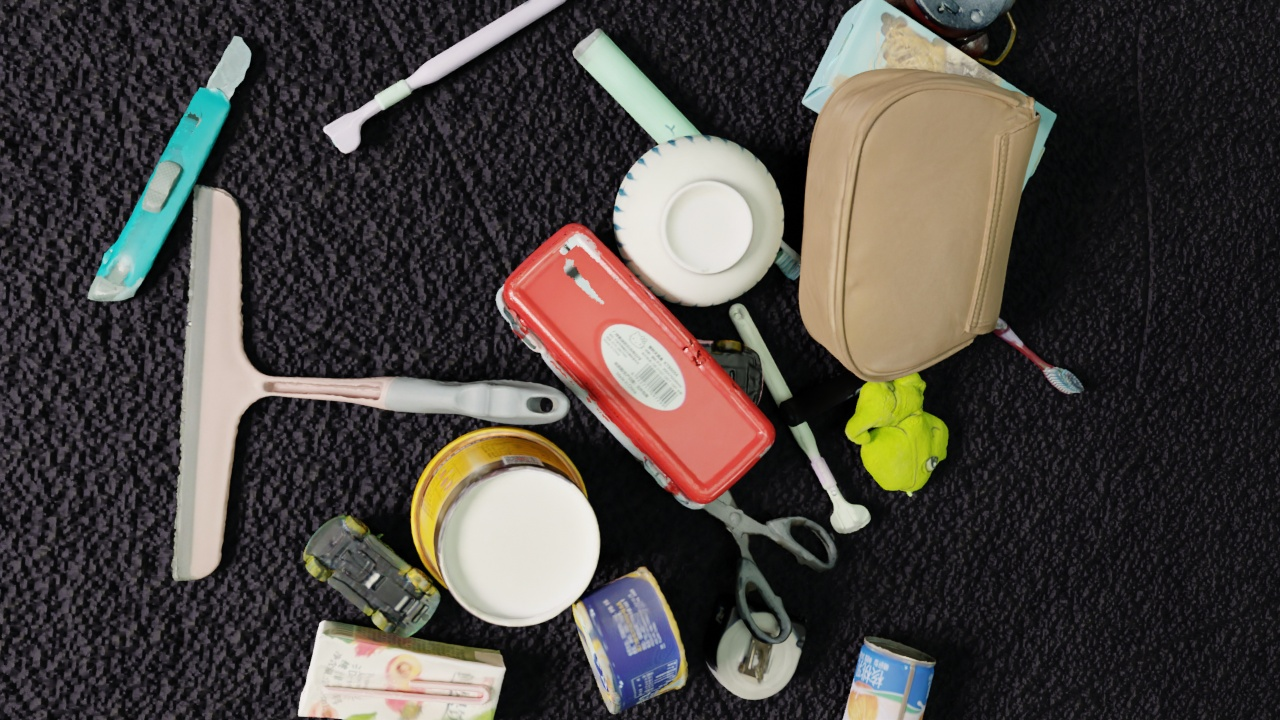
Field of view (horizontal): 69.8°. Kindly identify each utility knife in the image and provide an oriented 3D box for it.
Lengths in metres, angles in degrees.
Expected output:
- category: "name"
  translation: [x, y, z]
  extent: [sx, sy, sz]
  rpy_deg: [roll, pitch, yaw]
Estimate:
- category: "utility knife"
  translation: [-0.288, -0.117, 0.566]
  extent: [0.029, 0.013, 0.186]
  rpy_deg: [25, 85, -2]

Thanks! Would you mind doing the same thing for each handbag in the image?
- category: "handbag"
  translation: [0.181, -0.094, 0.623]
  extent: [0.147, 0.099, 0.205]
  rpy_deg: [-8, 120, -14]

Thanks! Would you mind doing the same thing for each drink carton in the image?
- category: "drink carton"
  translation: [-0.152, 0.208, 0.592]
  extent: [0.122, 0.045, 0.053]
  rpy_deg: [15, 86, -14]

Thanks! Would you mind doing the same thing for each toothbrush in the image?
- category: "toothbrush"
  translation: [0.041, -0.141, 0.643]
  extent: [0.224, 0.026, 0.027]
  rpy_deg: [44, 97, -12]
- category: "toothbrush"
  translation: [0.275, -0.030, 0.708]
  extent: [0.187, 0.017, 0.016]
  rpy_deg: [37, 81, -13]
- category: "toothbrush"
  translation: [0.113, 0.042, 0.669]
  extent: [0.029, 0.020, 0.189]
  rpy_deg: [-27, 97, 20]
- category: "toothbrush"
  translation: [-0.123, -0.196, 0.604]
  extent: [0.189, 0.021, 0.029]
  rpy_deg: [-37, 67, -12]

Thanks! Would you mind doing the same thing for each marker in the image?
- category: "marker"
  translation: [0.157, 0.013, 0.668]
  extent: [0.131, 0.020, 0.022]
  rpy_deg: [-24, 82, -22]

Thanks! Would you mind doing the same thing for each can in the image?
- category: "can"
  translation: [-0.008, 0.179, 0.580]
  extent: [0.049, 0.148, 0.074]
  rpy_deg: [-20, 68, -12]
- category: "can"
  translation: [0.173, 0.276, 0.671]
  extent: [0.053, 0.053, 0.134]
  rpy_deg: [16, 87, -14]

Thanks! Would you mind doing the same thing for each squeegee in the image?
- category: "squeegee"
  translation: [-0.161, 0.021, 0.565]
  extent: [0.250, 0.040, 0.247]
  rpy_deg: [3, 89, 11]

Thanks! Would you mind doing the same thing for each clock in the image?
- category: "clock"
  translation: [0.230, -0.266, 0.673]
  extent: [0.122, 0.055, 0.082]
  rpy_deg: [32, 82, -14]

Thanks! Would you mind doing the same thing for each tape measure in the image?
- category: "tape measure"
  translation: [0.080, 0.206, 0.657]
  extent: [0.065, 0.033, 0.066]
  rpy_deg: [19, 86, -12]

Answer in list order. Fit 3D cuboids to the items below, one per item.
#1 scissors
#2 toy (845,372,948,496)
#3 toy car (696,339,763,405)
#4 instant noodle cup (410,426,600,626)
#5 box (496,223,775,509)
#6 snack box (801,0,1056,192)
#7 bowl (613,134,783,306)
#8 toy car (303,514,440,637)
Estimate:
- category: "scissors"
  translation: [0.072, 0.116, 0.646]
  extent: [0.159, 0.014, 0.177]
  rpy_deg: [4, 70, -29]
- category: "toy"
  translation: [0.189, 0.055, 0.673]
  extent: [0.096, 0.031, 0.100]
  rpy_deg: [-13, 111, -24]
- category: "toy car"
  translation: [0.024, 0.011, 0.638]
  extent: [0.122, 0.037, 0.056]
  rpy_deg: [4, 83, -2]
- category: "instant noodle cup"
  translation: [-0.082, 0.104, 0.572]
  extent: [0.118, 0.114, 0.118]
  rpy_deg: [0, 90, -14]
- category: "box"
  translation: [-0.004, 0.004, 0.604]
  extent: [0.086, 0.047, 0.201]
  rpy_deg: [-43, 87, -5]
- category: "snack box"
  translation: [0.211, -0.184, 0.671]
  extent: [0.175, 0.052, 0.074]
  rpy_deg: [27, 85, -13]
- category: "bowl"
  translation: [0.040, -0.090, 0.607]
  extent: [0.116, 0.066, 0.116]
  rpy_deg: [-1, 104, -3]
- category: "toy car"
  translation: [-0.172, 0.137, 0.590]
  extent: [0.091, 0.036, 0.043]
  rpy_deg: [44, 82, -12]
